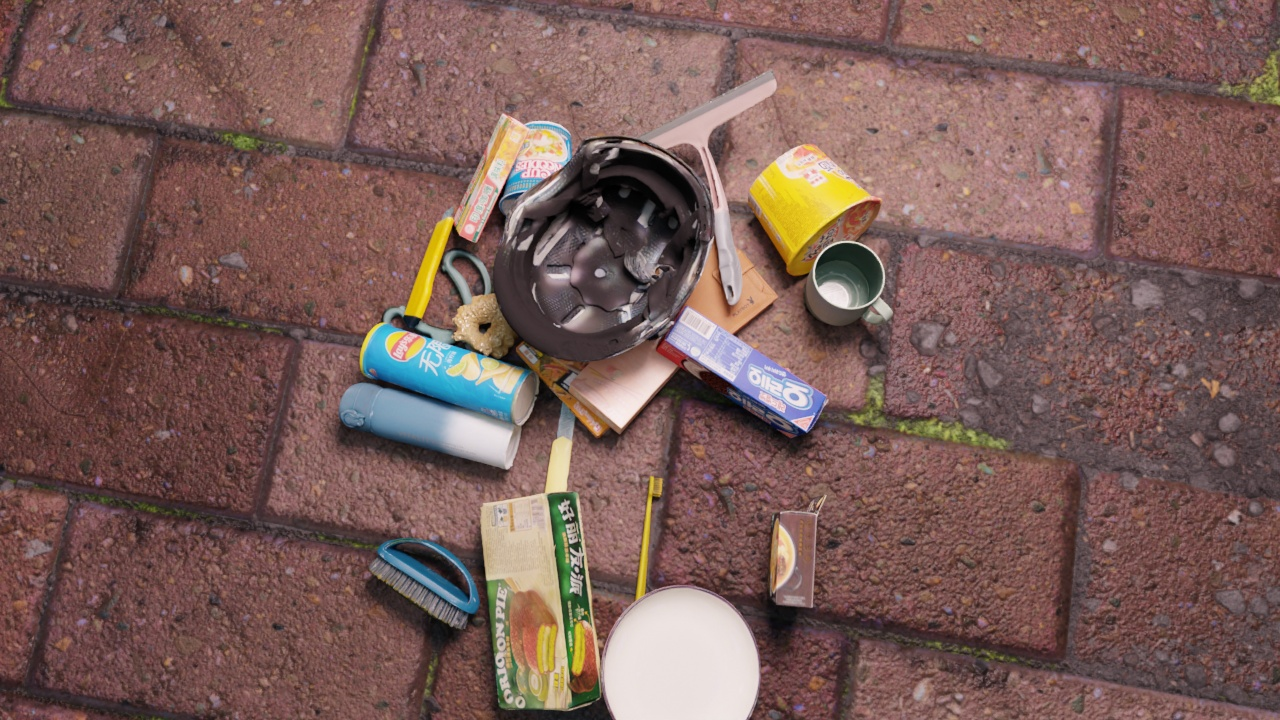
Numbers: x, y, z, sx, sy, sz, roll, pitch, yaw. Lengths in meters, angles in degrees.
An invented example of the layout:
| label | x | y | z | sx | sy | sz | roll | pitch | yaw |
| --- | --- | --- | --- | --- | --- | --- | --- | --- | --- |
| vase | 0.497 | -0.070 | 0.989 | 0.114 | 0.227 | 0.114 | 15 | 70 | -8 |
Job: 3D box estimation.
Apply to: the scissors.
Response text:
| label | x | y | z | sx | sy | sz | roll | pitch | yaw |
| --- | --- | --- | --- | --- | --- | --- | --- | --- | --- |
| scissors | -0.241 | -0.071 | 1.183 | 0.170 | 0.019 | 0.180 | 16 | 81 | 7 |

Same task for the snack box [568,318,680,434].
| label | x | y | z | sx | sy | sz | roll | pitch | yaw |
| --- | --- | --- | --- | --- | --- | --- | --- | --- | --- |
| snack box | -0.007 | 0.007 | 1.130 | 0.084 | 0.026 | 0.157 | 40 | 69 | 7 |

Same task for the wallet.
| label | x | y | z | sx | sy | sz | roll | pitch | yaw |
| --- | --- | --- | --- | --- | --- | --- | --- | --- | --- |
| wallet | 0.094 | -0.095 | 1.163 | 0.108 | 0.031 | 0.132 | -38 | 81 | -2 |

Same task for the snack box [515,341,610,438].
| label | x | y | z | sx | sy | sz | roll | pitch | yaw |
| --- | --- | --- | --- | --- | --- | --- | --- | --- | --- |
| snack box | -0.078 | 0.017 | 1.151 | 0.075 | 0.026 | 0.153 | -43 | 82 | -9 |

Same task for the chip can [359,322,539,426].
| label | x | y | z | sx | sy | sz | roll | pitch | yaw |
| --- | --- | --- | --- | --- | --- | --- | --- | --- | --- |
| chip can | -0.232 | 0.016 | 1.117 | 0.210 | 0.071 | 0.071 | 17 | 81 | 14 |

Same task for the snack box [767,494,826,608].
| label | x | y | z | sx | sy | sz | roll | pitch | yaw |
| --- | --- | --- | --- | --- | --- | --- | --- | --- | --- |
| snack box | 0.179 | 0.218 | 1.061 | 0.053 | 0.113 | 0.125 | 3 | 80 | 4 |

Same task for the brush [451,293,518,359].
| label | x | y | z | sx | sy | sz | roll | pitch | yaw |
| --- | --- | --- | --- | --- | --- | --- | --- | --- | --- |
| brush | -0.127 | -0.091 | 1.166 | 0.254 | 0.046 | 0.083 | -38 | 80 | -13 |

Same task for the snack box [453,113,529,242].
| label | x | y | z | sx | sy | sz | roll | pitch | yaw |
| --- | --- | --- | --- | --- | --- | --- | --- | --- | --- |
| snack box | -0.190 | -0.230 | 1.155 | 0.027 | 0.077 | 0.156 | 22 | 103 | -24 |

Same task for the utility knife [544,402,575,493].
| label | x | y | z | sx | sy | sz | roll | pitch | yaw |
| --- | --- | --- | --- | --- | --- | --- | --- | --- | --- |
| utility knife | -0.100 | 0.139 | 1.138 | 0.031 | 0.022 | 0.212 | 7 | 82 | 0 |

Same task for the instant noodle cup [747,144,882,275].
| label | x | y | z | sx | sy | sz | roll | pitch | yaw |
| --- | --- | --- | --- | --- | --- | --- | --- | --- | --- |
| instant noodle cup | 0.206 | -0.189 | 1.126 | 0.138 | 0.138 | 0.109 | -34 | 71 | -3 |

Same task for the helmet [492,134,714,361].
| label | x | y | z | sx | sy | sz | roll | pitch | yaw |
| --- | --- | --- | --- | --- | --- | --- | --- | --- | --- |
| helmet | -0.038 | -0.121 | 1.092 | 0.230 | 0.157 | 0.274 | 35 | 88 | 7 |

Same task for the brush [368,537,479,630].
| label | x | y | z | sx | sy | sz | roll | pitch | yaw |
| --- | --- | --- | --- | --- | --- | --- | --- | --- | --- |
| brush | -0.254 | 0.260 | 1.107 | 0.144 | 0.055 | 0.073 | 30 | 83 | 8 |

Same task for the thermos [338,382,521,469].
| label | x | y | z | sx | sy | sz | roll | pitch | yaw |
| --- | --- | --- | --- | --- | --- | --- | --- | --- | --- |
| thermos | -0.260 | 0.079 | 1.133 | 0.220 | 0.070 | 0.070 | 13 | 81 | 5 |

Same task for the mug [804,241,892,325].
| label | x | y | z | sx | sy | sz | roll | pitch | yaw |
| --- | --- | --- | --- | --- | --- | --- | --- | --- | --- |
| mug | 0.254 | -0.081 | 1.111 | 0.112 | 0.106 | 0.082 | 40 | 83 | 9 |

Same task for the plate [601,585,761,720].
| label | x | y | z | sx | sy | sz | roll | pitch | yaw |
| --- | --- | --- | --- | --- | --- | --- | --- | --- | --- |
| plate | 0.044 | 0.359 | 1.063 | 0.192 | 0.039 | 0.192 | 4 | 76 | -15 |

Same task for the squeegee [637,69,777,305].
| label | x | y | z | sx | sy | sz | roll | pitch | yaw |
| --- | --- | --- | --- | --- | --- | --- | --- | --- | --- |
| squeegee | 0.093 | -0.188 | 1.136 | 0.248 | 0.040 | 0.249 | -16 | 83 | 36 |

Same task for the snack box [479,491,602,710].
| label | x | y | z | sx | sy | sz | roll | pitch | yaw |
| --- | --- | --- | --- | --- | --- | --- | --- | --- | --- |
| snack box | -0.118 | 0.277 | 1.067 | 0.115 | 0.063 | 0.240 | -16 | 77 | 37 |

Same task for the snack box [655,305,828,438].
| label | x | y | z | sx | sy | sz | roll | pitch | yaw |
| --- | --- | --- | --- | --- | --- | --- | --- | --- | --- |
| snack box | 0.122 | 0.016 | 1.107 | 0.207 | 0.058 | 0.057 | 33 | 73 | -2 |

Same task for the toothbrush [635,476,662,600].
| label | x | y | z | sx | sy | sz | roll | pitch | yaw |
| --- | --- | --- | --- | --- | --- | --- | --- | --- | --- |
| toothbrush | 0.008 | 0.237 | 1.117 | 0.016 | 0.016 | 0.190 | 7 | 81 | -2 |

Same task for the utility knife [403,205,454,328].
| label | x | y | z | sx | sy | sz | roll | pitch | yaw |
| --- | --- | --- | --- | --- | --- | --- | --- | --- | --- |
| utility knife | -0.267 | -0.120 | 1.173 | 0.033 | 0.015 | 0.170 | 11 | 79 | 40 |

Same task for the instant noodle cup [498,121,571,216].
| label | x | y | z | sx | sy | sz | roll | pitch | yaw |
| --- | --- | --- | --- | --- | --- | --- | --- | --- | --- |
| instant noodle cup | -0.128 | -0.241 | 1.172 | 0.099 | 0.099 | 0.109 | 1 | 72 | 3 |
